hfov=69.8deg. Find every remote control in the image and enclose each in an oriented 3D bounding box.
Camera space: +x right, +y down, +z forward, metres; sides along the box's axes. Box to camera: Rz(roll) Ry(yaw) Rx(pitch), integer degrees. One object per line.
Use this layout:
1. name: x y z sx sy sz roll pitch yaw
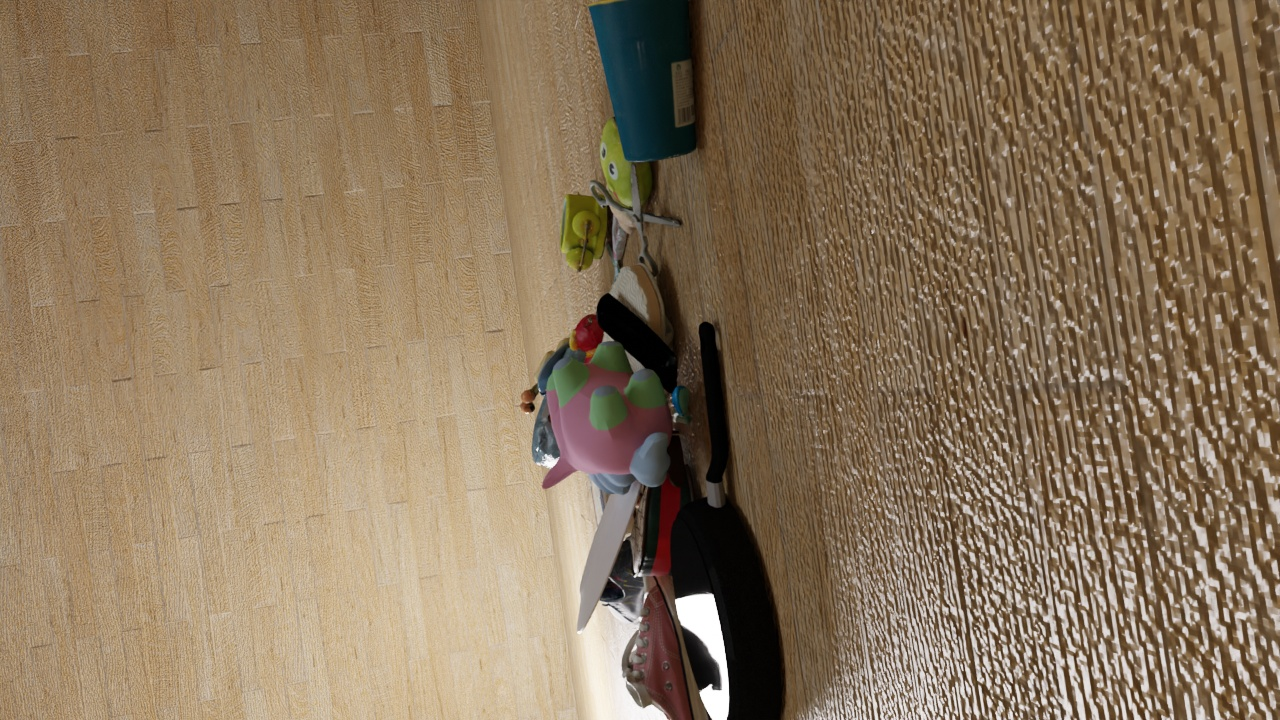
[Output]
1. remote control: -0.004 -0.018 0.868 0.152 0.020 0.041 43 141 50

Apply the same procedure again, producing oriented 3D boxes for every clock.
1. clock: -0.069 -0.164 1.156 0.119 0.057 0.083 -99 17 -52

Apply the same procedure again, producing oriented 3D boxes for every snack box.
1. snack box: -0.045 0.197 1.354 0.145 0.042 0.144 114 147 -70

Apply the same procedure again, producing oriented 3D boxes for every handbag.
1. handbag: 0.021 0.146 0.953 0.167 0.063 0.138 99 169 -54
2. handbag: -0.112 0.059 1.323 0.122 0.118 0.191 106 -176 -67

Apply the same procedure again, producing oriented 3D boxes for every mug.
1. mug: 0.008 -0.221 0.718 0.078 0.078 0.121 -127 25 -68

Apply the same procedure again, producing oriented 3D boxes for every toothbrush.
1. toothbrush: 0.037 0.042 0.825 0.135 0.017 0.022 79 -154 -77

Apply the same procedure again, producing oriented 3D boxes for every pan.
1. pan: 0.060 0.146 0.782 0.204 0.044 0.356 -145 46 -76

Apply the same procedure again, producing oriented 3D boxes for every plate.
1. plate: -0.033 0.184 1.027 0.242 0.016 0.242 -164 95 -87

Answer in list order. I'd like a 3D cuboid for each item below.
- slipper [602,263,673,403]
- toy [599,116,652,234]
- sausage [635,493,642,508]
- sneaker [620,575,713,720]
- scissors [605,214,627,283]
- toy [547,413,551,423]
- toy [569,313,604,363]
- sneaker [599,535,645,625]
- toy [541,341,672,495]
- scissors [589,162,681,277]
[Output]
1. slipper: -0.006 0.006 0.983 0.273 0.054 0.114 103 152 -50
2. toy: -0.015 -0.181 0.927 0.118 0.043 0.092 92 159 -53
3. sausage: 0.001 0.179 1.166 0.155 0.020 0.020 151 111 -78
4. sneaker: 0.022 0.326 0.988 0.118 0.087 0.240 105 154 -63
5. scissors: -0.026 -0.122 1.112 0.170 0.014 0.169 -107 13 -55
6. toy: -0.047 0.059 1.120 0.133 0.093 0.088 -34 89 40
7. toy: -0.049 0.007 1.205 0.106 0.067 0.137 -167 61 -71
8. sneaker: -0.023 0.292 1.170 0.087 0.079 0.236 57 156 23
9. toy: -0.028 0.071 0.877 0.222 0.120 0.171 36 143 53
10. scissors: -0.001 -0.128 0.889 0.141 0.014 0.175 37 156 38
